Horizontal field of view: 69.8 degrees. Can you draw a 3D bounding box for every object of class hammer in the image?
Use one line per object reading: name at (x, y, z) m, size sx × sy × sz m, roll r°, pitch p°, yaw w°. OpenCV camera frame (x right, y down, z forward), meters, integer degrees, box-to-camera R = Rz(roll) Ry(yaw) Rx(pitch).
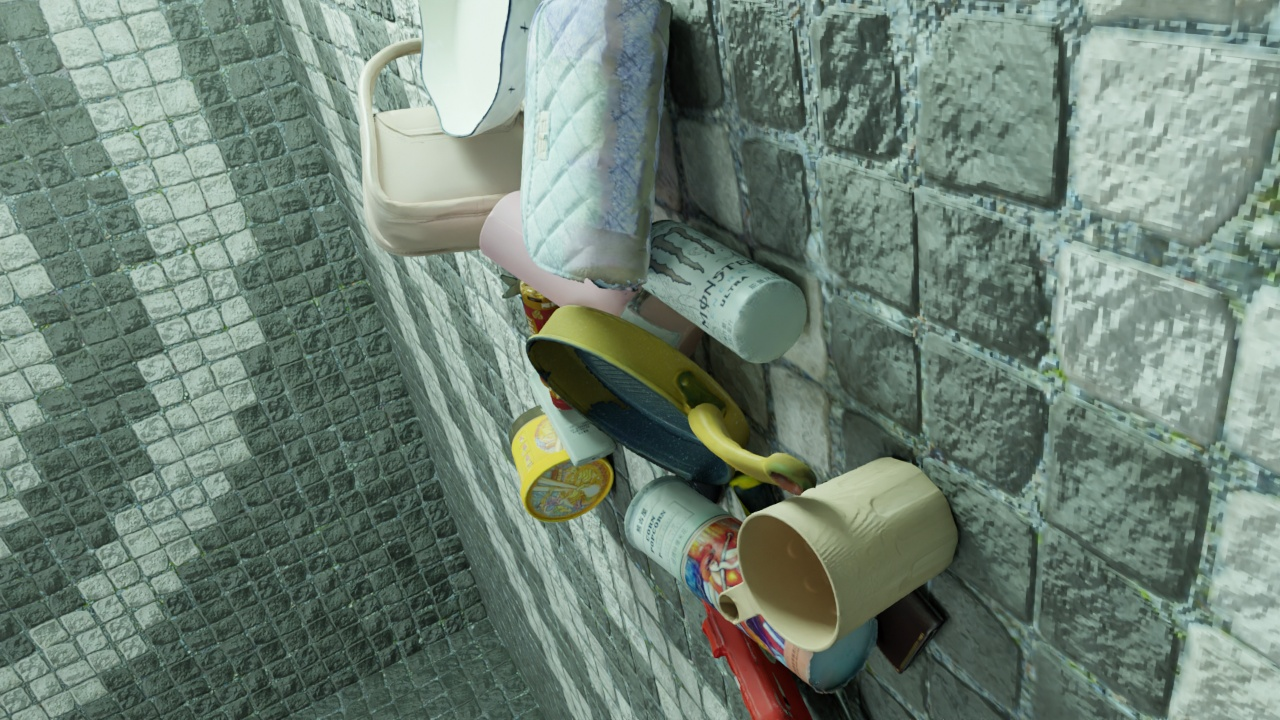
hammer at (0.149, 0.238, 0.746) m, size 0.323 × 0.031 × 0.126 m, roll 67°, pitch 160°, yaw 0°

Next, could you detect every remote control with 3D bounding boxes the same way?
remote control at (-0.085, 0.063, 1.116) m, size 0.135 × 0.056 × 0.019 m, roll 58°, pitch 152°, yaw 22°
remote control at (0.054, 0.120, 0.869) m, size 0.053 × 0.024 × 0.137 m, roll 57°, pitch 159°, yaw 21°

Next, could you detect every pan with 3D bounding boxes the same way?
pan at (0.025, 0.042, 0.668) m, size 0.197 × 0.078 × 0.358 m, roll 41°, pitch 161°, yaw -21°

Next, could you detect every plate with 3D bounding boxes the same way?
plate at (-0.141, -0.299, 0.799) m, size 0.205 × 0.045 × 0.205 m, roll 11°, pitch 103°, yaw 56°

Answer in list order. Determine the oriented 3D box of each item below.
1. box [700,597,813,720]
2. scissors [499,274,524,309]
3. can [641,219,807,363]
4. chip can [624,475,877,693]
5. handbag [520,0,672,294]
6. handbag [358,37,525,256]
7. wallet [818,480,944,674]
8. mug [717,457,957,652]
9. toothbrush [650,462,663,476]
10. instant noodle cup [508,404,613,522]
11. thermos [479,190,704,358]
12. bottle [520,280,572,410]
box at (0.106, 0.273, 0.821) m, size 0.161 × 0.058 × 0.201 m, roll 61°, pitch -178°, yaw -39°
scissors at (-0.136, -0.093, 1.030) m, size 0.173 × 0.012 × 0.132 m, roll 74°, pitch -167°, yaw -65°
can at (0.050, -0.052, 0.639) m, size 0.147 × 0.058 × 0.058 m, roll 40°, pitch 148°, yaw 51°
chip can at (0.077, 0.163, 0.701) m, size 0.215 × 0.071 × 0.071 m, roll 28°, pitch 138°, yaw 48°
handbag at (-0.037, -0.153, 0.643) m, size 0.134 × 0.075 × 0.194 m, roll 25°, pitch 116°, yaw 55°
handbag at (-0.187, -0.222, 0.896) m, size 0.234 × 0.193 × 0.094 m, roll 70°, pitch 156°, yaw 16°
wallet at (0.158, 0.155, 0.650) m, size 0.122 × 0.020 × 0.096 m, roll 54°, pitch 160°, yaw 31°
mug at (0.116, 0.120, 0.561) m, size 0.084 × 0.103 × 0.125 m, roll 62°, pitch 149°, yaw 15°
toothbrush at (-0.020, 0.038, 0.978) m, size 0.191 × 0.018 × 0.016 m, roll 65°, pitch 160°, yaw 6°
instant noodle cup at (-0.109, 0.126, 1.171) m, size 0.114 × 0.118 × 0.119 m, roll -122°, pitch 20°, yaw -43°
thermos at (-0.043, -0.064, 0.749) m, size 0.198 × 0.067 × 0.087 m, roll 36°, pitch -168°, yaw 18°
bottle at (-0.095, -0.020, 1.048) m, size 0.057 × 0.057 × 0.175 m, roll 46°, pitch 152°, yaw 46°
